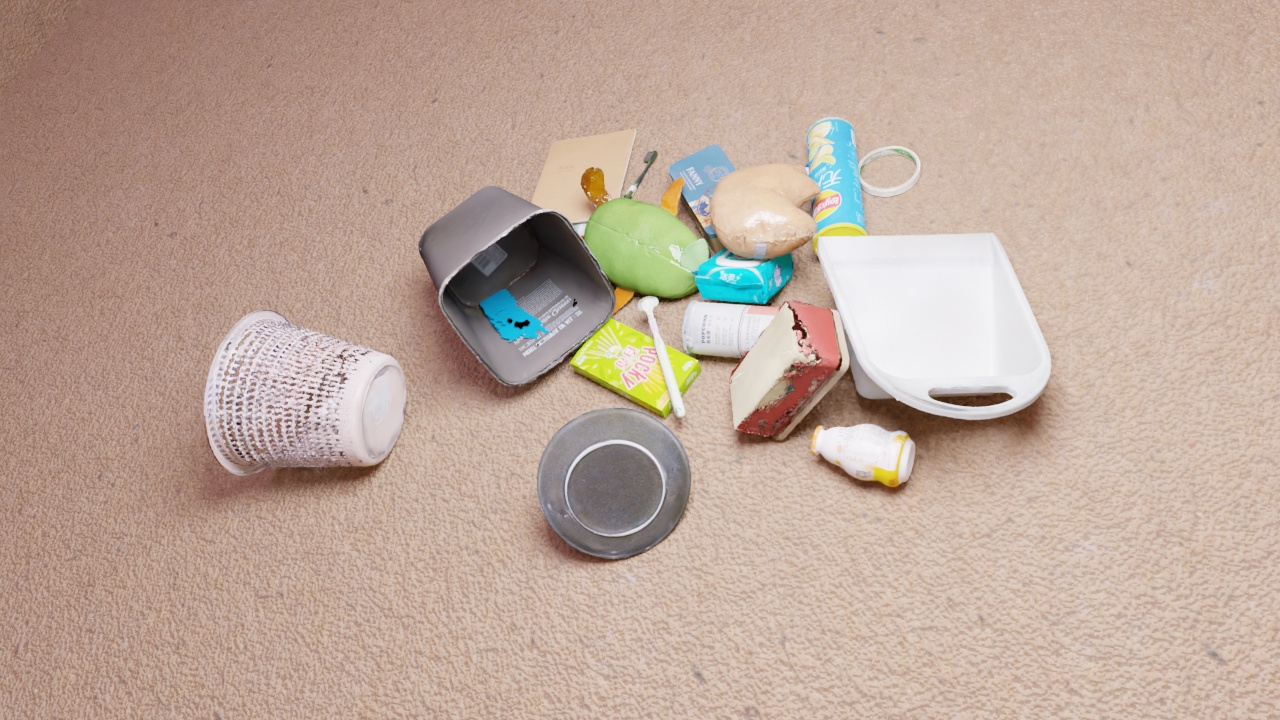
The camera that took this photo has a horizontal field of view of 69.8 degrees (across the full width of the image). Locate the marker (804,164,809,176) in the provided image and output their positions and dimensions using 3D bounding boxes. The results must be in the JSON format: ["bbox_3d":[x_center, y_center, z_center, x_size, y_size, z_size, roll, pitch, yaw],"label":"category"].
[{"bbox_3d":[0.214,-0.220,1.291,0.017,0.017,0.145,14,62,28],"label":"marker"}]

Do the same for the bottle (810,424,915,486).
[{"bbox_3d":[0.247,0.101,1.021,0.108,0.063,0.063,12,61,26],"label":"bottle"}]

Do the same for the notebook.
[{"bbox_3d":[-0.093,-0.287,1.444,0.150,0.012,0.210,-4,49,19],"label":"notebook"}]

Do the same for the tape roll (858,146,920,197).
[{"bbox_3d":[0.344,-0.263,1.273,0.086,0.014,0.085,-10,54,14],"label":"tape roll"}]

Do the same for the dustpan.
[{"bbox_3d":[0.328,-0.047,1.004,0.222,0.143,0.257,-2,74,-3],"label":"dustpan"}]

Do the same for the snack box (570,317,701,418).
[{"bbox_3d":[-0.007,0.007,1.201,0.156,0.026,0.085,27,70,29],"label":"snack box"}]

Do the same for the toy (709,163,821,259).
[{"bbox_3d":[0.161,-0.213,1.194,0.143,0.083,0.225,9,41,7],"label":"toy"}]

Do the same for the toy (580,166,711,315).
[{"bbox_3d":[-0.006,-0.161,1.283,0.247,0.090,0.227,30,97,27],"label":"toy"}]

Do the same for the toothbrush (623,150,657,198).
[{"bbox_3d":[-0.020,-0.254,1.405,0.017,0.012,0.185,12,61,34],"label":"toothbrush"}]

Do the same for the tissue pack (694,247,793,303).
[{"bbox_3d":[0.136,-0.115,1.190,0.093,0.050,0.133,7,26,26],"label":"tissue pack"}]

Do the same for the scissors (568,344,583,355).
[{"bbox_3d":[-0.096,-0.009,1.263,0.146,0.014,0.172,-32,55,-4],"label":"scissors"}]

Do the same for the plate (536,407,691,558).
[{"bbox_3d":[-0.029,0.143,1.043,0.179,0.179,0.024,-28,11,0],"label":"plate"}]

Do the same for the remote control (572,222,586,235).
[{"bbox_3d":[-0.129,-0.190,1.396,0.135,0.019,0.056,12,61,27],"label":"remote control"}]

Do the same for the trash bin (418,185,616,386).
[{"bbox_3d":[-0.182,-0.116,1.246,0.199,0.199,0.220,-38,36,-6],"label":"trash bin"}]

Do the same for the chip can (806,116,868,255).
[{"bbox_3d":[0.264,-0.235,1.247,0.071,0.071,0.209,-8,54,15],"label":"chip can"}]

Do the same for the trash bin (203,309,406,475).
[{"bbox_3d":[-0.432,0.054,1.230,0.192,0.228,0.226,7,58,10],"label":"trash bin"}]

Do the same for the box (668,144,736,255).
[{"bbox_3d":[0.108,-0.232,1.311,0.090,0.061,0.184,-28,53,-1],"label":"box"}]

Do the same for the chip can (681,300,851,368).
[{"bbox_3d":[0.164,-0.033,1.142,0.215,0.071,0.071,5,58,24],"label":"chip can"}]

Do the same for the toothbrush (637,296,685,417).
[{"bbox_3d":[0.029,-0.006,1.171,0.029,0.020,0.189,-22,55,8],"label":"toothbrush"}]

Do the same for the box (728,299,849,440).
[{"bbox_3d":[0.156,0.014,1.041,0.080,0.169,0.091,10,52,-17],"label":"box"}]
